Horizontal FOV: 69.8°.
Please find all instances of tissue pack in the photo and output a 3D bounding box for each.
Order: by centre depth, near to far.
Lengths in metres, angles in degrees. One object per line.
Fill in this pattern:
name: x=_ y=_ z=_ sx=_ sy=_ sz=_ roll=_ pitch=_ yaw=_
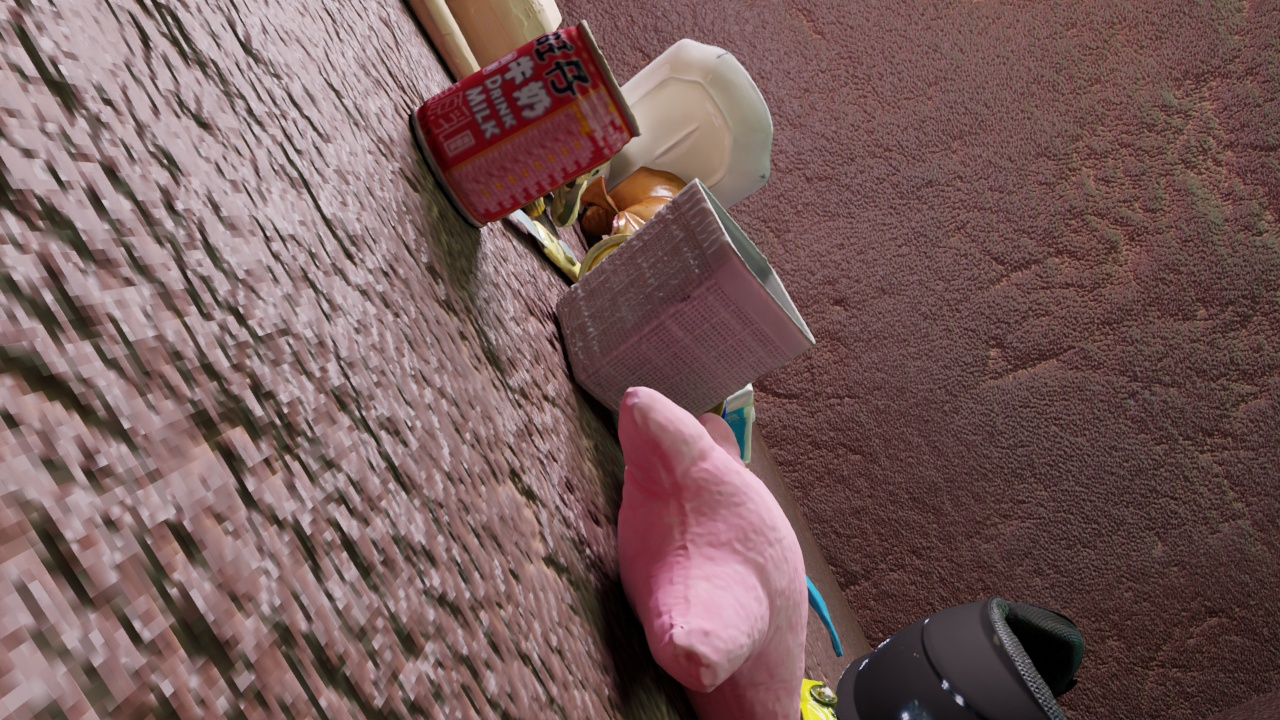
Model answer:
tissue pack: x=0.051 y=0.028 z=0.722 sx=0.140 sy=0.063 sz=0.090 roll=82 pitch=-10 yaw=-58

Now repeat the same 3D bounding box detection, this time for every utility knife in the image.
utility knife: x=-0.056 y=-0.070 z=0.625 sx=0.031 sy=0.021 sz=0.207 roll=59 pitch=10 yaw=16

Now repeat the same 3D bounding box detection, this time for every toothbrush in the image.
toothbrush: x=-0.088 y=-0.153 z=0.675 sx=0.190 sy=0.016 sz=0.016 roll=-108 pitch=173 yaw=-53

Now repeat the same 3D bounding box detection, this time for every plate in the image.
plate: x=0.016 y=-0.203 z=0.922 sx=0.034 sy=0.267 sz=0.162 roll=-37 pitch=99 yaw=-41

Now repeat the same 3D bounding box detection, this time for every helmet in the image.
helmet: x=0.286 y=0.334 z=0.751 sx=0.233 sy=0.230 sz=0.275 roll=-69 pitch=143 yaw=-69

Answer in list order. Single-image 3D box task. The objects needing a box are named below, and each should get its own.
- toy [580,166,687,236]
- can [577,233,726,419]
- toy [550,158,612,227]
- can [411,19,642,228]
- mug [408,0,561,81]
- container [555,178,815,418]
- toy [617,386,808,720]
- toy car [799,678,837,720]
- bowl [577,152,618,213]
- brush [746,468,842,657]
toy: x=0.009 y=-0.101 z=0.820 sx=0.140 sy=0.130 sz=0.199 roll=25 pitch=12 yaw=-19
can: x=0.009 y=-0.011 z=0.618 sx=0.049 sy=0.074 sz=0.148 roll=48 pitch=17 yaw=-77
toy: x=-0.056 y=-0.157 z=0.721 sx=0.157 sy=0.066 sz=0.105 roll=-158 pitch=-116 yaw=-82
can: x=-0.053 y=-0.114 z=0.444 sx=0.066 sy=0.094 sz=0.066 roll=62 pitch=7 yaw=-14
mug: x=-0.116 y=-0.249 z=0.612 sx=0.103 sy=0.084 sz=0.124 roll=60 pitch=32 yaw=-36
container: x=0.020 y=-0.024 z=0.526 sx=0.090 sy=0.114 sz=0.090 roll=42 pitch=19 yaw=-38
toy: x=0.034 y=0.100 z=0.398 sx=0.194 sy=0.075 sz=0.178 roll=24 pitch=50 yaw=-74
toy car: x=0.084 y=0.208 z=0.477 sx=0.032 sy=0.048 sz=0.105 roll=18 pitch=17 yaw=-3
bowl: x=-0.060 y=-0.211 z=0.900 sx=0.118 sy=0.065 sz=0.118 roll=62 pitch=7 yaw=-13
brush: x=0.127 y=0.174 z=0.881 sx=0.254 sy=0.046 sz=0.083 roll=57 pitch=4 yaw=-3
